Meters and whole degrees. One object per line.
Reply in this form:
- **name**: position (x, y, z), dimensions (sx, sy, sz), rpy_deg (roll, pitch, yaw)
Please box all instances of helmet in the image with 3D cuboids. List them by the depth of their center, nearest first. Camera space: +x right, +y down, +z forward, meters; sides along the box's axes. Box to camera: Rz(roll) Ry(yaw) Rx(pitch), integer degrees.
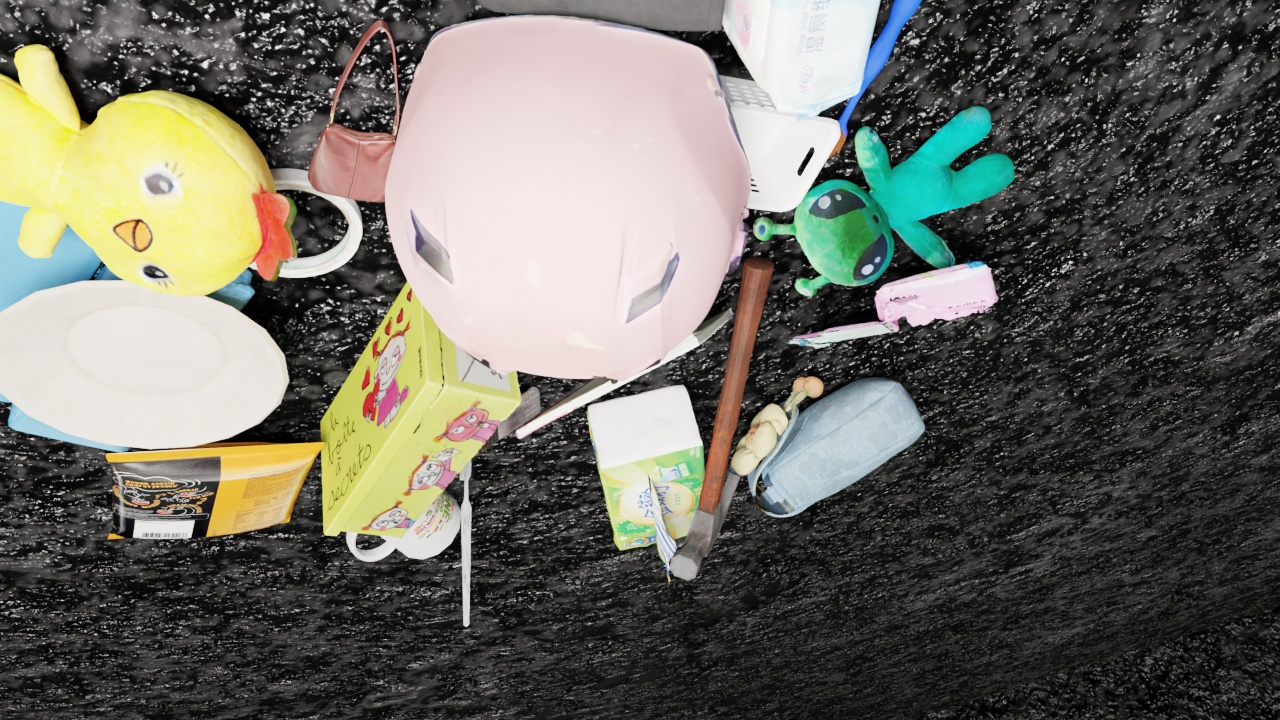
- **helmet**: position (-0.046, -0.073, 0.569), dimensions (0.230, 0.152, 0.256), rpy_deg (8, 146, -2)

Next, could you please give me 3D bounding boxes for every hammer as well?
- **hammer**: position (0.079, 0.049, 0.830), dimensions (0.028, 0.110, 0.301), rpy_deg (17, 119, 16)

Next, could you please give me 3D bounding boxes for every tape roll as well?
- **tape roll**: position (-0.241, -0.093, 0.635), dimensions (0.093, 0.013, 0.093), rpy_deg (-10, 144, -8)

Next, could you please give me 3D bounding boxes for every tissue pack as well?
- **tissue pack**: position (0.083, -0.233, 0.481), dimensions (0.070, 0.112, 0.182), rpy_deg (-12, 144, -7)
- **tissue pack**: position (0.016, 0.141, 0.931), dimensions (0.120, 0.141, 0.198), rpy_deg (-16, 144, 2)

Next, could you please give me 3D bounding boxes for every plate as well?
- **plate**: position (-0.351, 0.000, 0.650), dimensions (0.188, 0.027, 0.189), rpy_deg (-8, 143, -7)

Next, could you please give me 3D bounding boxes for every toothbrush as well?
- **toothbrush**: position (0.164, -0.211, 0.619), dimensions (0.016, 0.018, 0.183), rpy_deg (22, 138, -2)
- **toothbrush**: position (-0.165, 0.164, 0.863), dimensions (0.010, 0.181, 0.010), rpy_deg (6, 142, -19)

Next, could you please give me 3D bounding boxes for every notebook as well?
- **notebook**: position (-0.004, 0.004, 0.743), dimensions (0.153, 0.012, 0.208), rpy_deg (-28, -178, 15)

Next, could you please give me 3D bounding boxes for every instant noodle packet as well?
- **instant noodle packet**: position (-0.384, 0.119, 0.821), dimensions (0.159, 0.032, 0.221), rpy_deg (-1, 154, -30)

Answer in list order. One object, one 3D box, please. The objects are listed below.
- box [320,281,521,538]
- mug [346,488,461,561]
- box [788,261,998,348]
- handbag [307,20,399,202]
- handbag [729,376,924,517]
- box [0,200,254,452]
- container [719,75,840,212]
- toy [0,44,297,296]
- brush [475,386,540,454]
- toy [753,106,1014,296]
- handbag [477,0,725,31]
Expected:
- **box**: position (-0.189, 0.043, 0.747), dimensions (0.080, 0.124, 0.222), rpy_deg (16, 136, -35)
- **mug**: position (-0.241, 0.154, 0.904), dimensions (0.105, 0.073, 0.089), rpy_deg (-40, 145, -9)
- **box**: position (0.208, -0.039, 0.769), dimensions (0.160, 0.035, 0.230), rpy_deg (-14, 176, 17)
- **handbag**: position (-0.172, -0.155, 0.572), dimensions (0.055, 0.029, 0.120), rpy_deg (6, 134, -23)
- **handbag**: position (0.182, 0.074, 0.935), dimensions (0.192, 0.118, 0.121), rpy_deg (-33, -178, 9)
- **box**: position (-0.412, -0.018, 0.659), dimensions (0.174, 0.033, 0.232), rpy_deg (22, 131, -39)
- **container**: position (0.062, -0.153, 0.632), dimensions (0.129, 0.049, 0.081), rpy_deg (3, 141, -23)
- **toy**: position (-0.303, -0.108, 0.537), dimensions (0.207, 0.092, 0.134), rpy_deg (14, 130, -20)
- **brush**: position (-0.155, 0.074, 0.850), dimensions (0.151, 0.012, 0.039), rpy_deg (-33, 147, -12)
- **toy**: position (0.190, -0.119, 0.714), dimensions (0.194, 0.072, 0.130), rpy_deg (-30, 103, 15)
- **handbag**: position (-0.053, -0.255, 0.447), dimensions (0.195, 0.072, 0.176), rpy_deg (-5, 143, -7)
